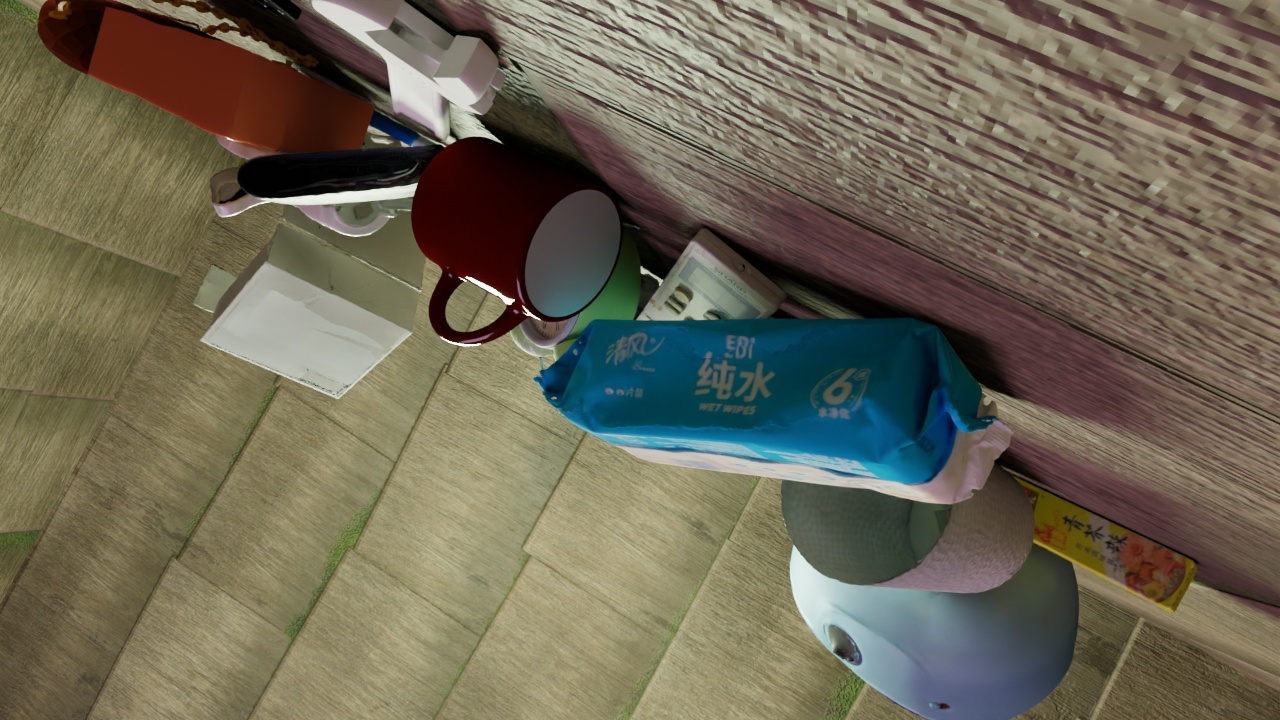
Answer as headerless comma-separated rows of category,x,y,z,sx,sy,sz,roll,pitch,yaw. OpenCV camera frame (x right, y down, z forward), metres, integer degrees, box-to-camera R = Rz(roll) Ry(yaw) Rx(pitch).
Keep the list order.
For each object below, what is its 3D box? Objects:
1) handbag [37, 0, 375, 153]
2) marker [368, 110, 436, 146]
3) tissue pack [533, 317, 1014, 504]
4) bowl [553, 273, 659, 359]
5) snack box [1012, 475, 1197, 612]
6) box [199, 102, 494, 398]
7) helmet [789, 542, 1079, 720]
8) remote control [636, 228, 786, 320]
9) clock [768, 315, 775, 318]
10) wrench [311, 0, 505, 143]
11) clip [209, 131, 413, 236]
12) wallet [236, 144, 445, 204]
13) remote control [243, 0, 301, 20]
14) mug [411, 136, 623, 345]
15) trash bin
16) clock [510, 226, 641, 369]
handbag,-0.238,-0.166,0.532,0.109,0.060,0.171,21,-172,1
marker,-0.142,-0.143,0.626,0.142,0.013,0.013,29,179,7
tissue pack,0.059,0.023,0.442,0.210,0.066,0.117,1,164,33
bowl,-0.004,0.004,0.651,0.178,0.081,0.178,39,-164,-14
snack box,0.337,0.136,0.699,0.148,0.040,0.029,28,179,40
box,-0.314,-0.161,1.014,0.167,0.379,0.172,29,163,-34
helmet,0.262,0.180,0.831,0.266,0.224,0.167,26,141,37
remote control,0.031,-0.024,0.478,0.050,0.011,0.136,39,160,0
clock,0.065,-0.007,0.574,0.147,0.056,0.104,27,-177,-43
wrench,-0.100,-0.123,0.414,0.066,0.018,0.273,29,180,-15
clip,-0.234,-0.137,0.664,0.144,0.075,0.124,-3,-146,-27
wallet,-0.169,-0.109,0.551,0.115,0.026,0.089,-5,-172,-1
remote control,-0.215,-0.188,0.428,0.140,0.009,0.030,28,179,24
mug,-0.070,-0.054,0.471,0.082,0.105,0.073,28,-178,32
trash bin,0.204,0.107,0.669,0.161,0.133,0.133,23,-176,-42
clock,-0.040,-0.039,0.540,0.042,0.119,0.094,3,-163,-36
